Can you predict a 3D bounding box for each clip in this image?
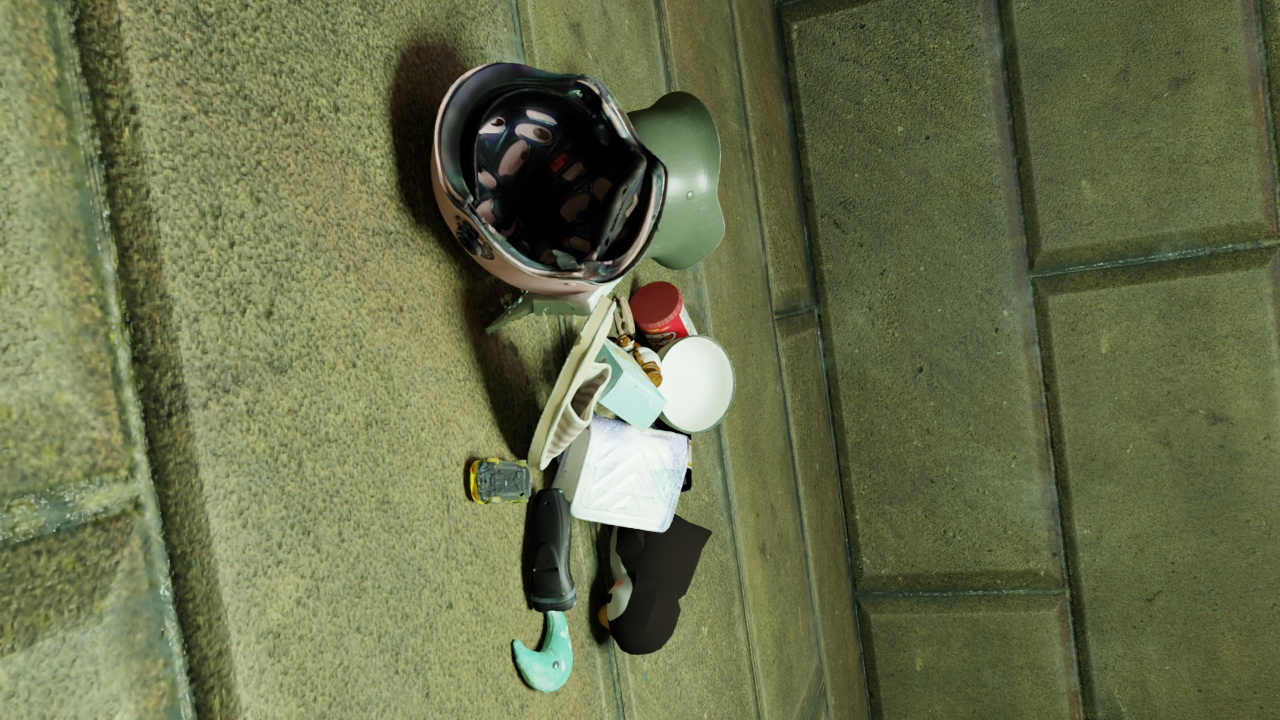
[{"bbox_3d":[-0.023,-0.067,1.388,0.026,0.049,0.061,2,109,-69],"label":"clip"}]

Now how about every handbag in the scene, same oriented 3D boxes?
[{"bbox_3d":[-0.023,0.138,1.146,0.158,0.069,0.126,16,90,-32],"label":"handbag"}]

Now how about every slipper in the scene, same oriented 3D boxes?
[{"bbox_3d":[-0.067,0.034,1.010,0.114,0.052,0.264,-63,179,-43],"label":"slipper"}]

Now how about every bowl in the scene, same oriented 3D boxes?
[{"bbox_3d":[0.070,0.037,1.439,0.153,0.073,0.153,0,91,-32],"label":"bowl"}]

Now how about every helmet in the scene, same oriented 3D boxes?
[{"bbox_3d":[-0.110,-0.184,0.970,0.255,0.153,0.229,33,67,-19],"label":"helmet"},{"bbox_3d":[-0.001,-0.243,1.264,0.153,0.269,0.227,-13,60,-37],"label":"helmet"}]

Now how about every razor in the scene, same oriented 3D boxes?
[{"bbox_3d":[-0.101,0.219,1.060,0.064,0.053,0.140,58,29,-70],"label":"razor"}]

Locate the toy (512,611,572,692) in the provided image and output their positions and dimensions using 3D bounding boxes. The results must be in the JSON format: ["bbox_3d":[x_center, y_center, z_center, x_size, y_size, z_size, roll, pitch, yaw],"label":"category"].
[{"bbox_3d":[-0.106,0.331,1.040,0.085,0.033,0.105,69,24,-7],"label":"toy"}]

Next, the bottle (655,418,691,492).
[{"bbox_3d":[0.053,0.119,1.485,0.059,0.059,0.181,40,46,-61],"label":"bottle"}]

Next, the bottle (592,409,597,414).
[{"bbox_3d":[-0.049,0.137,1.220,0.195,0.052,0.052,63,28,-42],"label":"bottle"}]

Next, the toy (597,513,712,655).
[{"bbox_3d":[0.018,0.298,1.216,0.183,0.140,0.159,-76,151,-43],"label":"toy"}]

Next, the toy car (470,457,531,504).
[{"bbox_3d":[-0.149,0.131,0.989,0.106,0.030,0.049,20,63,-65],"label":"toy car"}]

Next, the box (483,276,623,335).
[{"bbox_3d":[-0.089,-0.089,1.070,0.196,0.136,0.044,-54,130,-61],"label":"box"}]

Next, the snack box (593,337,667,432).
[{"bbox_3d":[-0.031,0.022,1.160,0.075,0.053,0.174,35,6,-24],"label":"snack box"}]

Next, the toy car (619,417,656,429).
[{"bbox_3d":[-0.008,0.097,1.354,0.120,0.044,0.056,-55,134,-65],"label":"toy car"}]

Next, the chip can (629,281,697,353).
[{"bbox_3d":[0.057,-0.033,1.511,0.213,0.087,0.086,58,32,-50],"label":"chip can"}]

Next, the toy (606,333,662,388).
[{"bbox_3d":[-0.008,0.008,1.291,0.112,0.067,0.087,50,-17,58],"label":"toy"}]
